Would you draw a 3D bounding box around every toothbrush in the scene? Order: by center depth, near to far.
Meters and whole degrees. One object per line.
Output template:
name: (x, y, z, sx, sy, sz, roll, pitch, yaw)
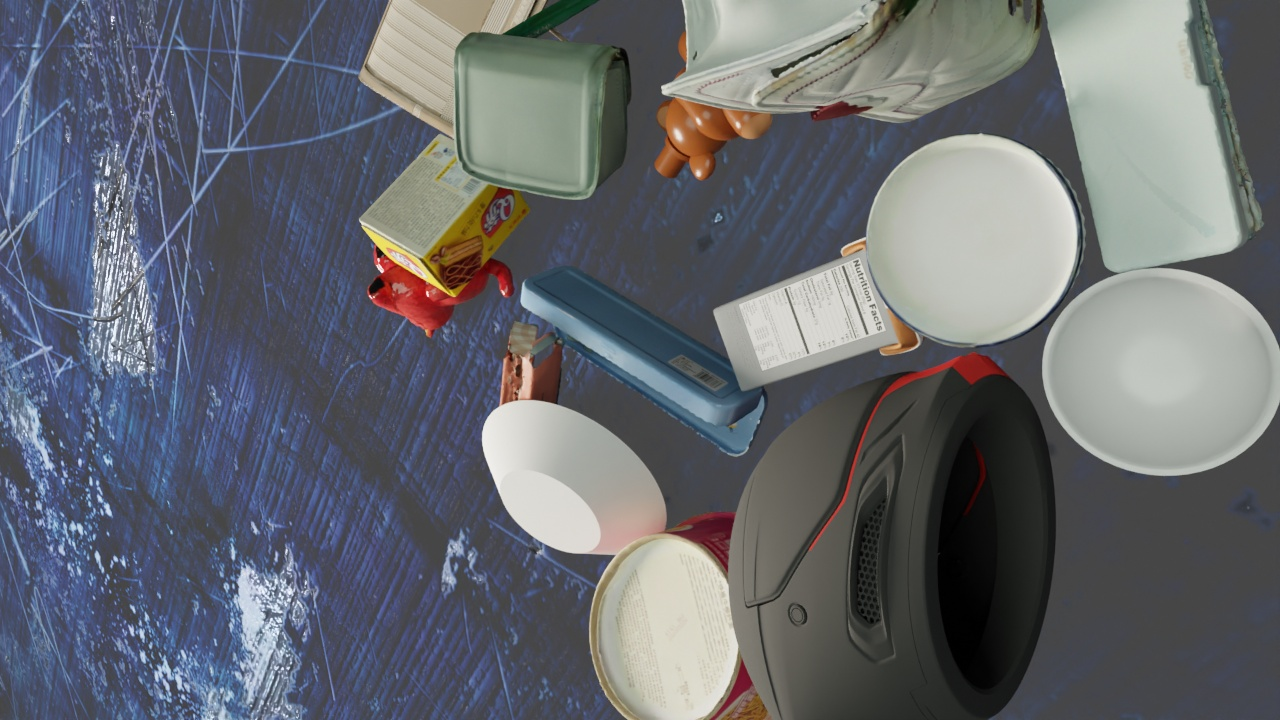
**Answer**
toothbrush: (-0.032, -0.268, 0.665, 0.190, 0.017, 0.016, -18, 104, 29)

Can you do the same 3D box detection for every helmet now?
helmet: (0.138, 0.127, 0.559, 0.170, 0.164, 0.264, 1, 92, 50)

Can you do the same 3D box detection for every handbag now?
handbag: (0.114, -0.178, 0.480, 0.142, 0.198, 0.096, 3, 100, 40)
handbag: (-0.071, -0.186, 0.687, 0.122, 0.067, 0.106, 13, 123, 17)
handbag: (-0.117, -0.247, 0.744, 0.198, 0.062, 0.176, 44, 122, 12)

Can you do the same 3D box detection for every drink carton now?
drink carton: (0.118, -0.028, 0.609, 0.125, 0.048, 0.076, -21, 88, 40)

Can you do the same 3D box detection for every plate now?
plate: (-0.066, 0.112, 0.750, 0.174, 0.036, 0.174, 19, 136, 19)

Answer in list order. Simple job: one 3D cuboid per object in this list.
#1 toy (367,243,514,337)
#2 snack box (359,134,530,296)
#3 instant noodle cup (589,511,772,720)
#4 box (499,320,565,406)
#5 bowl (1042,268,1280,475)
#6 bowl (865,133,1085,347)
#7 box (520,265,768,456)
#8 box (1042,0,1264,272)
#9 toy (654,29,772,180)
toy: (-0.168, -0.070, 0.832, 0.133, 0.094, 0.088, -1, 58, 16)
snack box: (-0.162, -0.121, 0.766, 0.084, 0.105, 0.061, 30, 163, 29)
instant noodle cup: (0.036, 0.198, 0.673, 0.179, 0.077, 0.178, -12, 71, 39)
box: (-0.091, 0.046, 0.764, 0.062, 0.058, 0.189, 17, 139, 2)
bowl: (0.280, 0.003, 0.493, 0.110, 0.040, 0.110, 11, 108, 36)
bowl: (0.197, -0.070, 0.527, 0.118, 0.062, 0.118, 11, 109, 36)
box: (-0.007, 0.002, 0.702, 0.209, 0.073, 0.078, 33, 124, 28)
box: (0.255, -0.147, 0.473, 0.083, 0.066, 0.199, -15, 93, 21)
toy: (0.054, -0.176, 0.625, 0.095, 0.065, 0.128, 59, 137, 21)
